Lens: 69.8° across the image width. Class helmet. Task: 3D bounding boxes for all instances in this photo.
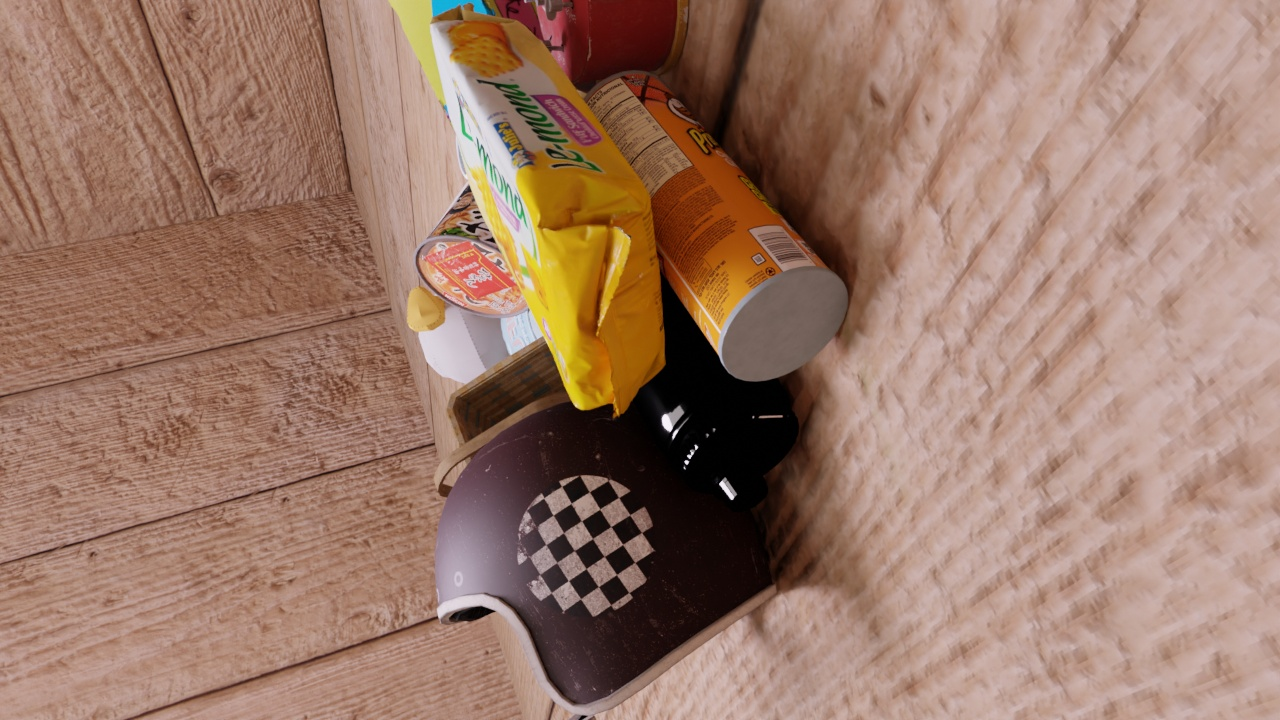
[{"bbox_3d":[-0.025,0.157,0.659,0.253,0.234,0.233,56,-176,15],"label":"helmet"}]

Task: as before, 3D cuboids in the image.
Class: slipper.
[{"bbox_3d":[-0.114,-0.018,1.021,0.246,0.074,0.104,131,121,-70],"label":"slipper"}]

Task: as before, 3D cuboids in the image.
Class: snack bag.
[{"bbox_3d":[-0.052,-0.093,0.553,0.160,0.068,0.247,85,160,-50],"label":"snack bag"}]

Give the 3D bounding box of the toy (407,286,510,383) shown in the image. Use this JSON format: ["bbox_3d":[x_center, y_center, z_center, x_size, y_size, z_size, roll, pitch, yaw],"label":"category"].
[{"bbox_3d":[-0.212,-0.020,1.223,0.268,0.141,0.246,71,174,-57],"label":"toy"}]

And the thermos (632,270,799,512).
[{"bbox_3d":[0.031,0.003,0.597,0.086,0.086,0.198,95,153,-46],"label":"thermos"}]

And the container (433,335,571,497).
[{"bbox_3d":[-0.088,0.096,0.844,0.249,0.158,0.186,63,-171,31],"label":"container"}]

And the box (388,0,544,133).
[{"bbox_3d":[-0.110,-0.241,0.734,0.125,0.081,0.221,-28,91,54],"label":"box"}]

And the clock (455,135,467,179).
[{"bbox_3d":[-0.175,-0.259,1.039,0.083,0.057,0.118,-139,46,-60],"label":"clock"}]

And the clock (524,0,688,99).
[{"bbox_3d":[-0.035,-0.234,0.610,0.159,0.081,0.117,124,128,-66],"label":"clock"}]

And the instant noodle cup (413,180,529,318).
[{"bbox_3d":[-0.148,-0.128,0.928,0.124,0.123,0.121,107,179,-58],"label":"instant noodle cup"}]

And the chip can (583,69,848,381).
[{"bbox_3d":[0.032,-0.087,0.541,0.075,0.075,0.215,94,154,-45],"label":"chip can"}]
